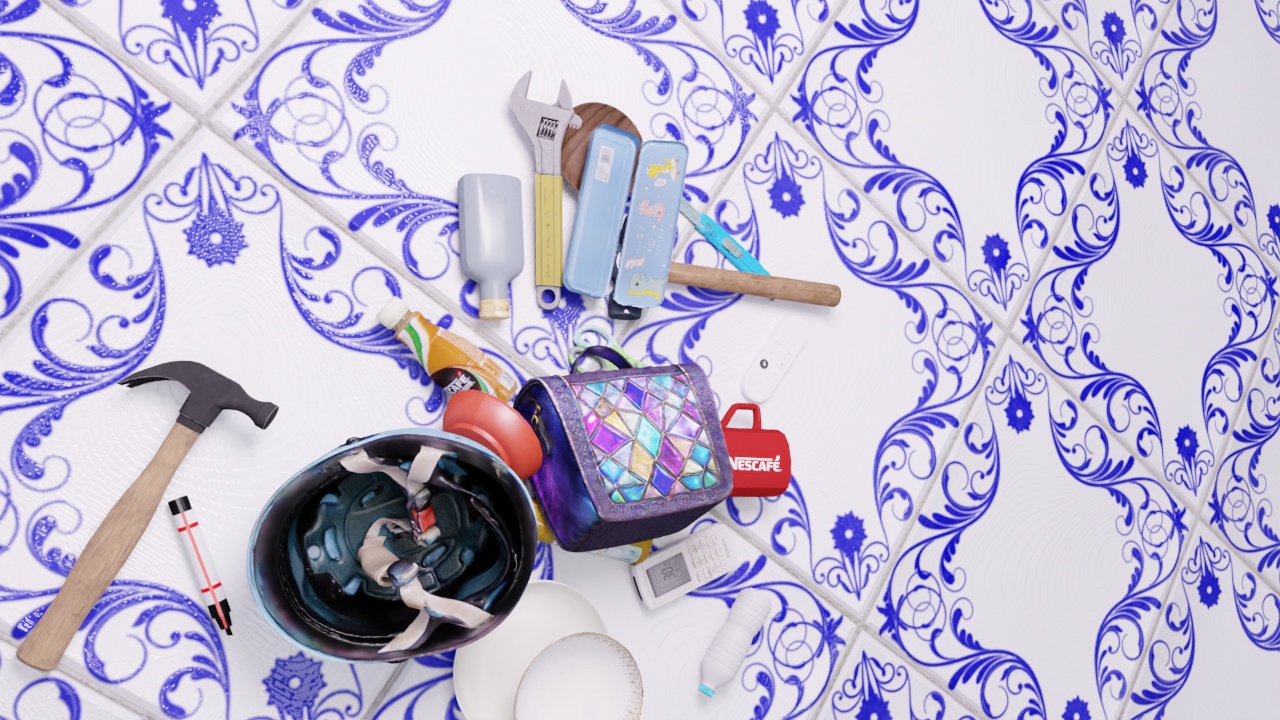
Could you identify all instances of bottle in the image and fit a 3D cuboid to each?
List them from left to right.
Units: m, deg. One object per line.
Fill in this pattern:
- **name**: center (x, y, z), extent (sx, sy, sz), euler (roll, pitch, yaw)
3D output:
- **bottle**: center (-0.212, -0.005, 0.998), extent (0.167, 0.059, 0.059), euler (42, 70, -16)
- **bottle**: center (-0.168, -0.127, 1.037), extent (0.072, 0.046, 0.161), euler (-1, 85, -25)
- **bottle**: center (-0.078, 0.187, 1.045), extent (0.186, 0.053, 0.053), euler (18, 78, -21)
- **bottle**: center (0.112, 0.345, 1.121), extent (0.044, 0.044, 0.136), euler (39, 71, -16)

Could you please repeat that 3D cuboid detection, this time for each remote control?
- **remote control**: center (0.054, 0.248, 1.113), extent (0.138, 0.025, 0.060), euler (-20, 93, -25)
- **remote control**: center (0.176, -0.003, 1.200), extent (0.043, 0.013, 0.136), euler (42, 70, -15)

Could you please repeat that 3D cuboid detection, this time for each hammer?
- **hammer**: center (-0.484, 0.142, 0.864), extent (0.132, 0.040, 0.305), euler (30, 78, -6)
- **hammer**: center (0.113, -0.102, 1.159), extent (0.321, 0.040, 0.129), euler (6, 81, -21)

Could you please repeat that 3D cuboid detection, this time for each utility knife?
- **utility knife**: center (0.110, -0.149, 1.184), extent (0.198, 0.015, 0.031), euler (39, 68, -15)

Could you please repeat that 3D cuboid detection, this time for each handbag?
- **handbag**: center (-0.021, 0.085, 1.023), extent (0.204, 0.126, 0.221), euler (-5, 64, -30)

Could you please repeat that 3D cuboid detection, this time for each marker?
- **marker**: center (-0.429, 0.203, 0.901), extent (0.019, 0.019, 0.145), euler (-21, 94, -25)

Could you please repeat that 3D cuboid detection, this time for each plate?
- **plate**: center (-0.121, 0.335, 1.020), extent (0.182, 0.034, 0.182), euler (2, 84, -24)

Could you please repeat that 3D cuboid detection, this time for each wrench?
- **wrench**: center (-0.110, -0.196, 1.062), extent (0.083, 0.018, 0.273), euler (1, 95, 6)

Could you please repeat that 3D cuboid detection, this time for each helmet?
- **helmet**: center (-0.242, 0.177, 0.906), extent (0.265, 0.167, 0.225), euler (-9, 95, -16)

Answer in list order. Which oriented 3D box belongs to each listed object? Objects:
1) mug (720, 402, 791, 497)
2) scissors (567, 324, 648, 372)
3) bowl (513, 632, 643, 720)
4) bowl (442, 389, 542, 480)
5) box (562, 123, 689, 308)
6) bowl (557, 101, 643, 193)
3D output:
- **mug**: center (0.122, 0.110, 1.130), extent (0.096, 0.081, 0.116), euler (4, 77, -24)
- **scissors**: center (-0.008, 0.008, 1.118), extent (0.174, 0.033, 0.065), euler (19, 73, -19)
- **bowl**: center (-0.075, 0.360, 0.984), extent (0.145, 0.063, 0.145), euler (2, 85, -25)
- **bowl**: center (-0.165, 0.089, 0.974), extent (0.122, 0.122, 0.035), euler (50, 47, -12)
- **box**: center (-0.016, -0.168, 1.080), extent (0.126, 0.039, 0.209), euler (11, 81, -7)
- **bowl**: center (-0.054, -0.249, 1.108), extent (0.119, 0.032, 0.119), euler (3, 84, -24)
